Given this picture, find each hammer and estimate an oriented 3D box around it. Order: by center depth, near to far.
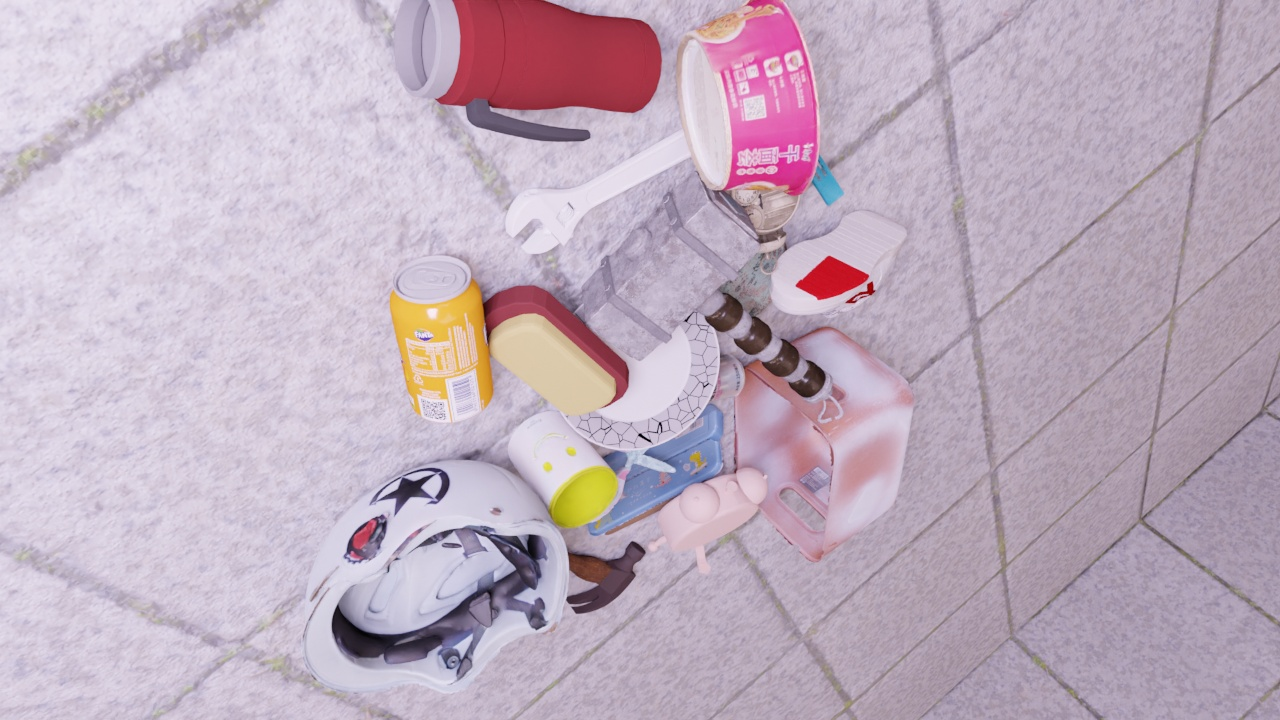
[{"bbox_3d":[0.110,-0.031,0.946,0.326,0.079,0.177,36,113,-27],"label":"hammer"},{"bbox_3d":[-0.111,0.245,1.146,0.115,0.033,0.323,-50,139,4],"label":"hammer"}]

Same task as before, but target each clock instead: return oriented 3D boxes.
[{"bbox_3d":[0.124,-0.155,0.943,0.092,0.054,0.141,-20,111,-18],"label":"clock"},{"bbox_3d":[0.095,0.211,1.220,0.130,0.086,0.161,-13,147,-30],"label":"clock"}]

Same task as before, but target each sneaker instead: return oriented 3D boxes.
[{"bbox_3d":[0.222,-0.087,1.065,0.235,0.090,0.104,-37,149,-43],"label":"sneaker"}]

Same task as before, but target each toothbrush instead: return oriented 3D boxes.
[{"bbox_3d":[0.022,0.195,1.225,0.166,0.016,0.016,-21,138,-22],"label":"toothbrush"}]

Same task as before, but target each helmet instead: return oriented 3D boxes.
[{"bbox_3d":[-0.215,0.203,0.922,0.263,0.163,0.237,-28,134,-8],"label":"helmet"}]

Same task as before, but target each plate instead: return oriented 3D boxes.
[{"bbox_3d":[-0.006,0.006,0.993,0.188,0.016,0.189,-5,107,-15],"label":"plate"}]

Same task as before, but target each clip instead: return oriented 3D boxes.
[{"bbox_3d":[0.159,-0.225,0.961,0.027,0.104,0.120,-42,133,-10],"label":"clip"}]

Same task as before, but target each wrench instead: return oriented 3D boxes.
[{"bbox_3d":[-0.007,-0.180,0.877,0.273,0.018,0.066,-31,138,-16],"label":"wrench"}]

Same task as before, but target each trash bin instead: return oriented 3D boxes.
[{"bbox_3d":[0.237,0.104,1.198,0.157,0.181,0.260,-28,137,-21],"label":"trash bin"}]

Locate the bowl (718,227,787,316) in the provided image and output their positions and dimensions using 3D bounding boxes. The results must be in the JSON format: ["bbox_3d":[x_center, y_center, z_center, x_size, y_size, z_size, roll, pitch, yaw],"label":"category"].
[{"bbox_3d":[0.109,-0.096,1.028,0.157,0.038,0.158,-22,135,-24],"label":"bowl"}]

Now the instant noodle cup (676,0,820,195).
[{"bbox_3d":[0.086,-0.226,0.810,0.077,0.178,0.179,-15,134,-9],"label":"instant noodle cup"}]

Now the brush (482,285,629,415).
[{"bbox_3d":[-0.084,-0.001,0.898,0.082,0.041,0.173,-25,133,27],"label":"brush"}]

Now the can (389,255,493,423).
[{"bbox_3d":[-0.178,-0.017,0.826,0.079,0.079,0.143,-22,135,-24],"label":"can"}]

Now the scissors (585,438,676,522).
[{"bbox_3d":[-0.026,0.127,1.099,0.170,0.014,0.173,24,94,-40],"label":"scissors"}]

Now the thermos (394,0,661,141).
[{"bbox_3d":[-0.082,-0.225,0.713,0.198,0.084,0.108,-8,91,-38],"label":"thermos"}]

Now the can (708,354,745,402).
[{"bbox_3d":[0.057,0.028,1.080,0.135,0.054,0.054,-11,130,-33],"label":"can"}]

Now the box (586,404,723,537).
[{"bbox_3d":[0.017,0.141,1.172,0.208,0.021,0.126,-25,138,-20],"label":"box"}]

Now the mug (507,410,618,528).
[{"bbox_3d":[-0.086,0.117,0.997,0.082,0.106,0.083,-22,136,-24],"label":"mug"}]
